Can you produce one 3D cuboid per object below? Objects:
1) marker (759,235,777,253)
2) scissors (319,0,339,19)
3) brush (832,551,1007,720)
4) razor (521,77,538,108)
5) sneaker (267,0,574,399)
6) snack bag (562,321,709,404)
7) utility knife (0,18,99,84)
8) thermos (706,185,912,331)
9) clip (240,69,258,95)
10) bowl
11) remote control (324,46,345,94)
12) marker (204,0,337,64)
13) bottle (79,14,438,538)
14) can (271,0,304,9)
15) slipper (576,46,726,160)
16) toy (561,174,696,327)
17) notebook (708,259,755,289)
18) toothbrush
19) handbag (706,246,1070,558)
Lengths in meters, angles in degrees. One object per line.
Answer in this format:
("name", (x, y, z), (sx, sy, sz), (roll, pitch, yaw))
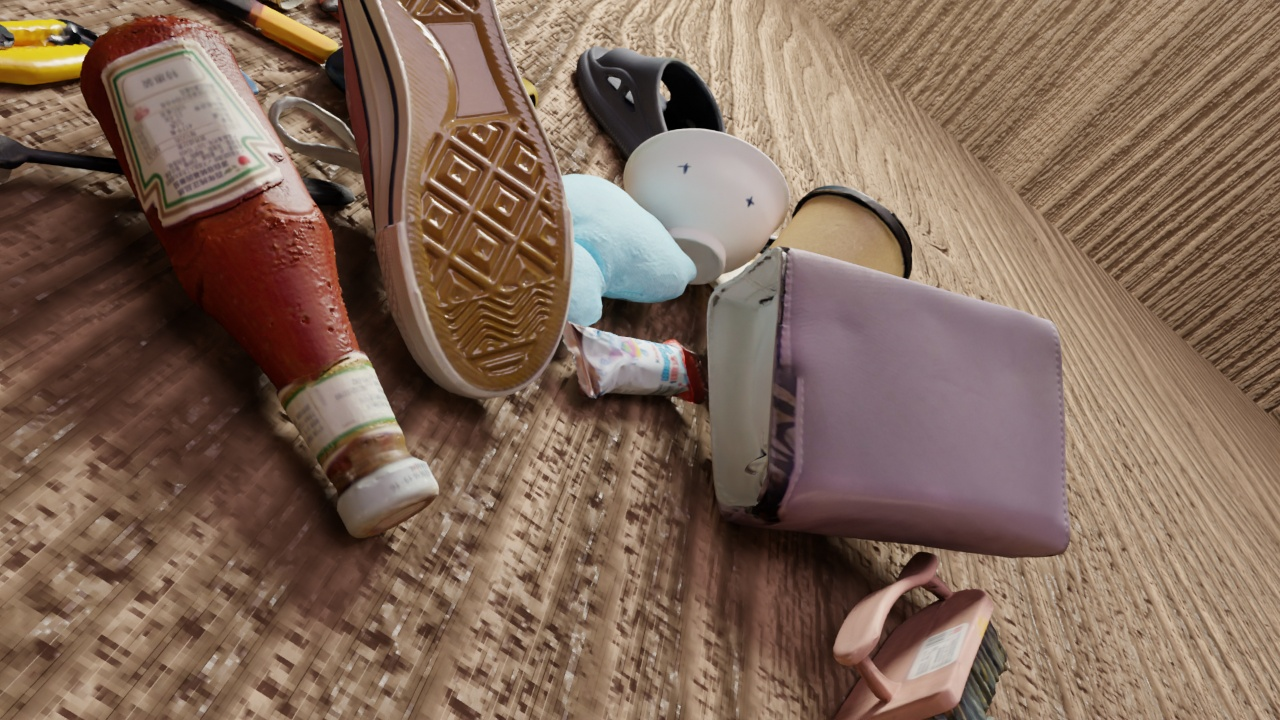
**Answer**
("marker", (0.119, -0.081, 0.683), (0.124, 0.018, 0.015), (11, 51, 3))
("scissors", (-0.219, -0.297, 0.659), (0.189, 0.015, 0.224), (52, 30, 18))
("brush", (0.140, 0.142, 0.454), (0.073, 0.063, 0.145), (59, 30, 8))
("razor", (-0.095, -0.156, 0.586), (0.067, 0.062, 0.167), (18, 24, 1))
("sneaker", (-0.101, -0.096, 0.434), (0.118, 0.088, 0.241), (-12, 86, -34))
("snack bag", (-0.003, 0.003, 0.504), (0.105, 0.026, 0.045), (6, 62, -48))
("utility knife", (-0.268, -0.112, 0.337), (0.033, 0.015, 0.177), (40, 28, 0))
("thermos", (0.113, -0.049, 0.610), (0.093, 0.093, 0.143), (44, 65, 3))
("clip", (-0.209, -0.121, 0.425), (0.027, 0.044, 0.058), (48, 33, 8))
("bowl", (0.038, -0.092, 0.627), (0.118, 0.119, 0.064), (30, 56, -22))
("remote control", (-0.155, -0.176, 0.563), (0.053, 0.024, 0.136), (36, 28, -13))
("marker", (-0.231, -0.200, 0.511), (0.123, 0.015, 0.018), (22, 33, -30))
("bottle", (-0.137, -0.031, 0.339), (0.206, 0.060, 0.059), (58, 31, 10))
("can", (-0.251, -0.270, 0.540), (0.132, 0.053, 0.053), (38, 28, -8))
("slipper", (0.034, -0.197, 0.773), (0.110, 0.083, 0.268), (17, 36, -42))
("toy", (-0.036, -0.069, 0.540), (0.161, 0.050, 0.156), (27, 41, -17))
("notebook", (0.144, -0.002, 0.718), (0.206, 0.010, 0.145), (51, 30, 15))
("toothbrush", (-0.192, -0.076, 0.387), (0.015, 0.018, 0.180), (54, 28, 16))
("handbag", (0.139, 0.032, 0.519), (0.196, 0.099, 0.144), (11, 65, -22))
